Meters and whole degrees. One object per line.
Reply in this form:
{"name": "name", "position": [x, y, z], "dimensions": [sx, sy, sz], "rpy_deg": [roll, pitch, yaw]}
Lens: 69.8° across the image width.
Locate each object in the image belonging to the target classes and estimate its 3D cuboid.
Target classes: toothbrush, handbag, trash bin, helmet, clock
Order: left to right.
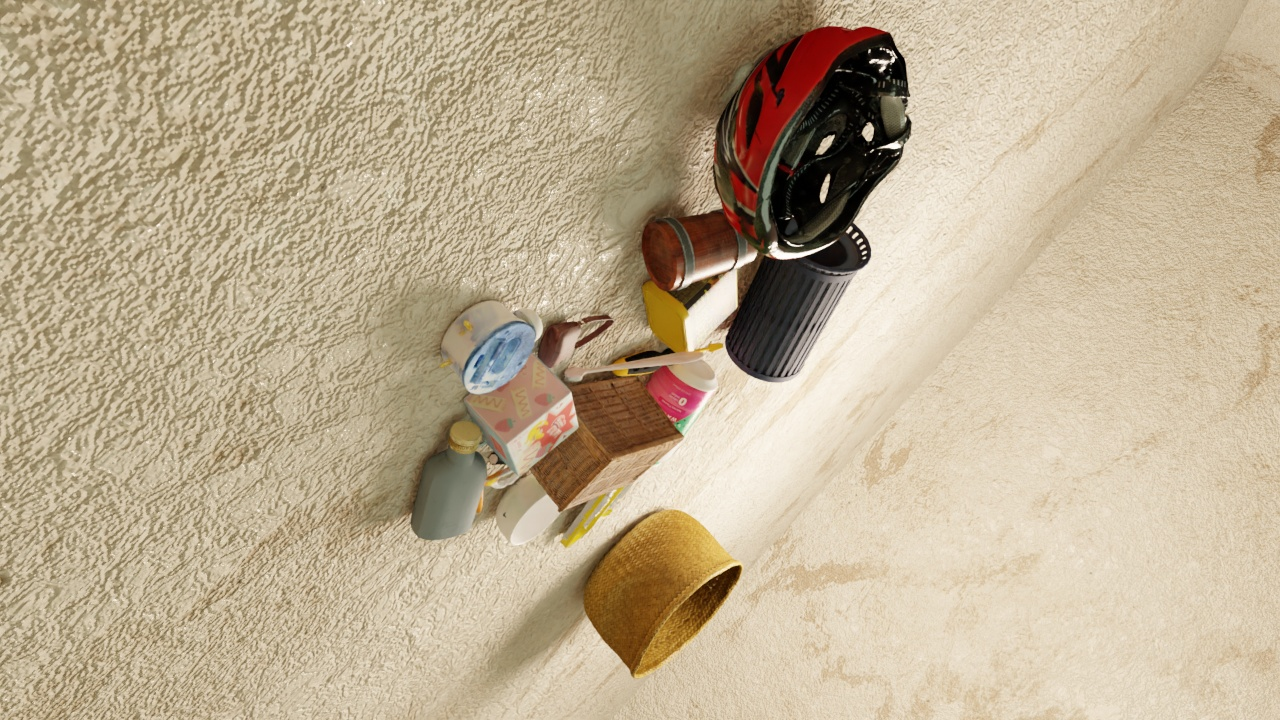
{"name": "clock", "position": [-0.145, -0.014, 0.927], "dimensions": [0.089, 0.052, 0.125], "rpy_deg": [-56, 156, 19]}
{"name": "handbag", "position": [-0.069, -0.031, 1.072], "dimensions": [0.119, 0.029, 0.055], "rpy_deg": [-27, 148, -50]}
{"name": "toothbrush", "position": [-0.007, 0.007, 1.148], "dimensions": [0.181, 0.015, 0.018], "rpy_deg": [-9, 151, -12]}
{"name": "toothbrush", "position": [0.041, -0.005, 1.262], "dimensions": [0.196, 0.031, 0.031], "rpy_deg": [-12, -179, -37]}
{"name": "trash bin", "position": [0.219, -0.087, 1.339], "dimensions": [0.139, 0.139, 0.250], "rpy_deg": [-29, 153, -37]}
{"name": "helmet", "position": [0.176, -0.233, 0.976], "dimensions": [0.271, 0.167, 0.217], "rpy_deg": [-51, 144, -17]}

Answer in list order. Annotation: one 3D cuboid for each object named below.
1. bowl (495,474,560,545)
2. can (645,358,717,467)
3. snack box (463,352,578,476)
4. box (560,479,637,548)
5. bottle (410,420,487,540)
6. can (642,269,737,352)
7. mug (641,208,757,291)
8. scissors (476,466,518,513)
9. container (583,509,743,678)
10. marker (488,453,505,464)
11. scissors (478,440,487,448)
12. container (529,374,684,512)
{"name": "bowl", "position": [-0.154, 0.197, 1.253], "dimensions": [0.104, 0.054, 0.105], "rpy_deg": [-40, 157, -21]}
{"name": "can", "position": [0.038, 0.071, 1.338], "dimensions": [0.088, 0.088, 0.166], "rpy_deg": [-10, 137, -55]}
{"name": "snack box", "position": [-0.132, 0.060, 1.034], "dimensions": [0.094, 0.079, 0.093], "rpy_deg": [-40, 156, -19]}
{"name": "box", "position": [-0.051, 0.222, 1.477], "dimensions": [0.126, 0.023, 0.210], "rpy_deg": [-33, 163, -45]}
{"name": "bottle", "position": [-0.214, 0.137, 1.046], "dimensions": [0.072, 0.046, 0.162], "rpy_deg": [-5, 134, -32]}
{"name": "can", "position": [0.067, -0.079, 1.168], "dimensions": [0.101, 0.072, 0.131], "rpy_deg": [-44, 157, -15]}
{"name": "mug", "position": [0.061, -0.131, 1.058], "dimensions": [0.111, 0.081, 0.117], "rpy_deg": [-17, -170, -24]}
{"name": "scissors", "position": [-0.199, 0.149, 1.122], "dimensions": [0.128, 0.011, 0.126], "rpy_deg": [-20, 141, -22]}
{"name": "container", "position": [0.039, 0.444, 1.813], "dimensions": [0.306, 0.196, 0.308], "rpy_deg": [-36, 153, -22]}
{"name": "marker", "position": [-0.155, 0.128, 1.185], "dimensions": [0.021, 0.017, 0.123], "rpy_deg": [-53, 155, 13]}
{"name": "scissors", "position": [-0.151, 0.083, 1.125], "dimensions": [0.136, 0.015, 0.057], "rpy_deg": [-29, 154, -46]}
{"name": "container", "position": [-0.053, 0.103, 1.178], "dimensions": [0.113, 0.114, 0.198], "rpy_deg": [-47, 161, 24]}
